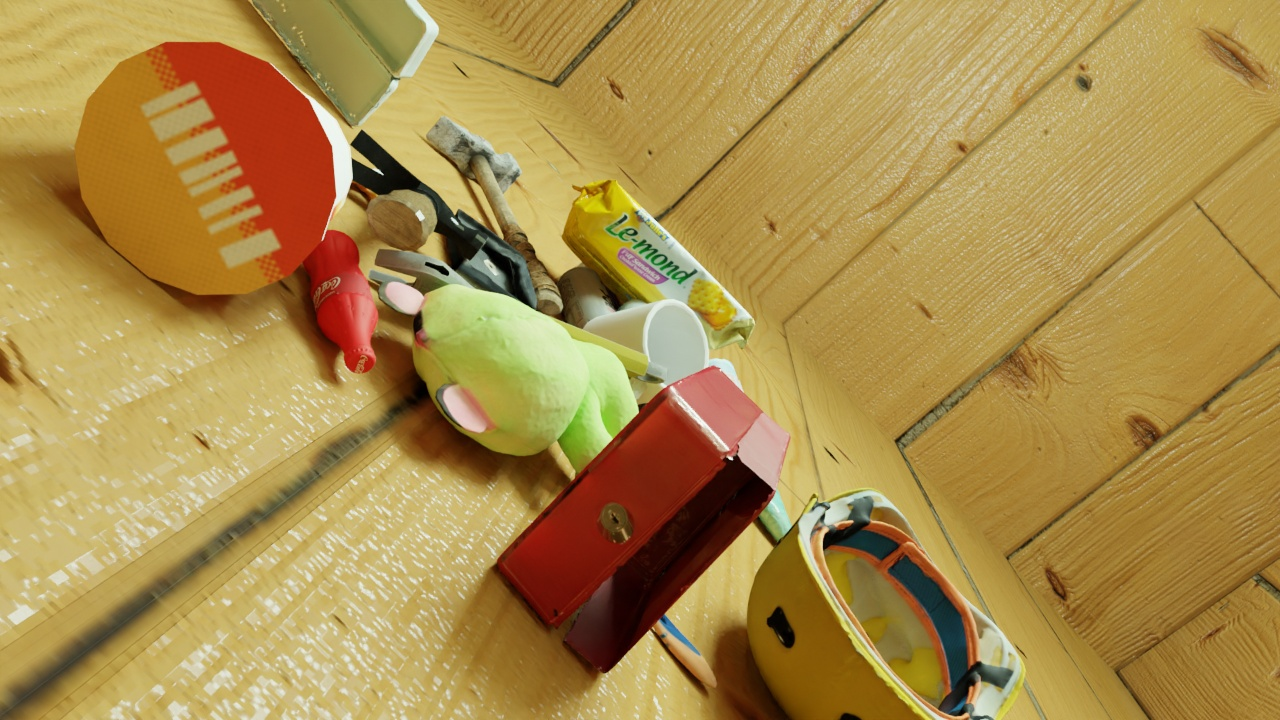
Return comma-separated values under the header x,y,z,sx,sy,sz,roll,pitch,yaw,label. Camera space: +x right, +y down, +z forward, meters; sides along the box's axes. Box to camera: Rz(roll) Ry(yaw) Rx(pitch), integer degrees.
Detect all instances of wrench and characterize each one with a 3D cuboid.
x,y,z,sx,sy,sz,roll,pitch,yaw,label
-0.085,-0.027,0.721,0.273,0.084,0.018,21,70,-32,wrench

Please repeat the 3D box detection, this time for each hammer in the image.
x,y,z,sx,sy,sz,roll,pitch,yaw,label
-0.166,-0.109,0.653,0.132,0.040,0.305,38,3,-15,hammer
-0.153,-0.161,1.030,0.121,0.049,0.318,29,24,-45,hammer

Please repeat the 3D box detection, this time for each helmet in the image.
x,y,z,sx,sy,sz,roll,pitch,yaw,label
0.158,0.219,0.692,0.209,0.140,0.239,52,27,21,helmet

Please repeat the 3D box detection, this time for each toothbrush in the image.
x,y,z,sx,sy,sz,roll,pitch,yaw,label
0.007,0.169,0.629,0.135,0.017,0.021,52,18,13,toothbrush

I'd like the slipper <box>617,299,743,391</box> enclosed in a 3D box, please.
x,y,z,sx,sy,sz,roll,pitch,yaw,label
0.061,0.028,0.948,0.245,0.074,0.104,52,-22,21,slipper

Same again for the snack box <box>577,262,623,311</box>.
x,y,z,sx,sy,sz,roll,pitch,yaw,label
-0.013,-0.039,1.105,0.148,0.041,0.143,38,16,-34,snack box

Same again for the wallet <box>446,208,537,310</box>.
x,y,z,sx,sy,sz,roll,pitch,yaw,label
-0.145,-0.091,0.876,0.089,0.026,0.115,37,18,-32,wallet

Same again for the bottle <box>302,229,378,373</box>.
x,y,z,sx,sy,sz,roll,pitch,yaw,label
-0.186,-0.036,0.574,0.036,0.036,0.119,33,20,-46,bottle

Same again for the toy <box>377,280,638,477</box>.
x,y,z,sx,sy,sz,roll,pitch,yaw,label
-0.076,0.014,0.641,0.150,0.107,0.197,55,6,34,toy

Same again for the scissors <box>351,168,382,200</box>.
x,y,z,sx,sy,sz,roll,pitch,yaw,label
-0.239,-0.155,0.807,0.125,0.011,0.128,46,12,-12,scissors

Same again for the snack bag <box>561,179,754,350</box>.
x,y,z,sx,sy,sz,roll,pitch,yaw,label
0.007,-0.096,1.017,0.247,0.068,0.160,44,-7,-8,snack bag

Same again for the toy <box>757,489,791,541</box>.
x,y,z,sx,sy,sz,roll,pitch,yaw,label
0.149,0.170,1.025,0.085,0.033,0.105,54,9,-21,toy

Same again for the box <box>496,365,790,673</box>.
x,y,z,sx,sy,sz,roll,pitch,yaw,label
0.008,0.086,0.550,0.092,0.158,0.129,42,17,7,box

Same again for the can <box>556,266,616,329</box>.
x,y,z,sx,sy,sz,roll,pitch,yaw,label
-0.053,-0.046,0.975,0.054,0.054,0.135,38,16,-32,can

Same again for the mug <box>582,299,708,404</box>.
x,y,z,sx,sy,sz,roll,pitch,yaw,label
-0.005,0.005,0.856,0.091,0.090,0.121,55,48,-24,mug

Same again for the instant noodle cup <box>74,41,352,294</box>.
x,y,z,sx,sy,sz,roll,pitch,yaw,label
-0.222,-0.109,0.516,0.123,0.123,0.121,43,6,-14,instant noodle cup

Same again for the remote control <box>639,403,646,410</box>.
x,y,z,sx,sy,sz,roll,pitch,yaw,label
0.022,0.058,1.003,0.045,0.008,0.146,47,13,-3,remote control

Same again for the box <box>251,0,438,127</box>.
x,y,z,sx,sy,sz,roll,pitch,yaw,label
-0.296,-0.345,0.912,0.197,0.135,0.040,50,24,13,box
